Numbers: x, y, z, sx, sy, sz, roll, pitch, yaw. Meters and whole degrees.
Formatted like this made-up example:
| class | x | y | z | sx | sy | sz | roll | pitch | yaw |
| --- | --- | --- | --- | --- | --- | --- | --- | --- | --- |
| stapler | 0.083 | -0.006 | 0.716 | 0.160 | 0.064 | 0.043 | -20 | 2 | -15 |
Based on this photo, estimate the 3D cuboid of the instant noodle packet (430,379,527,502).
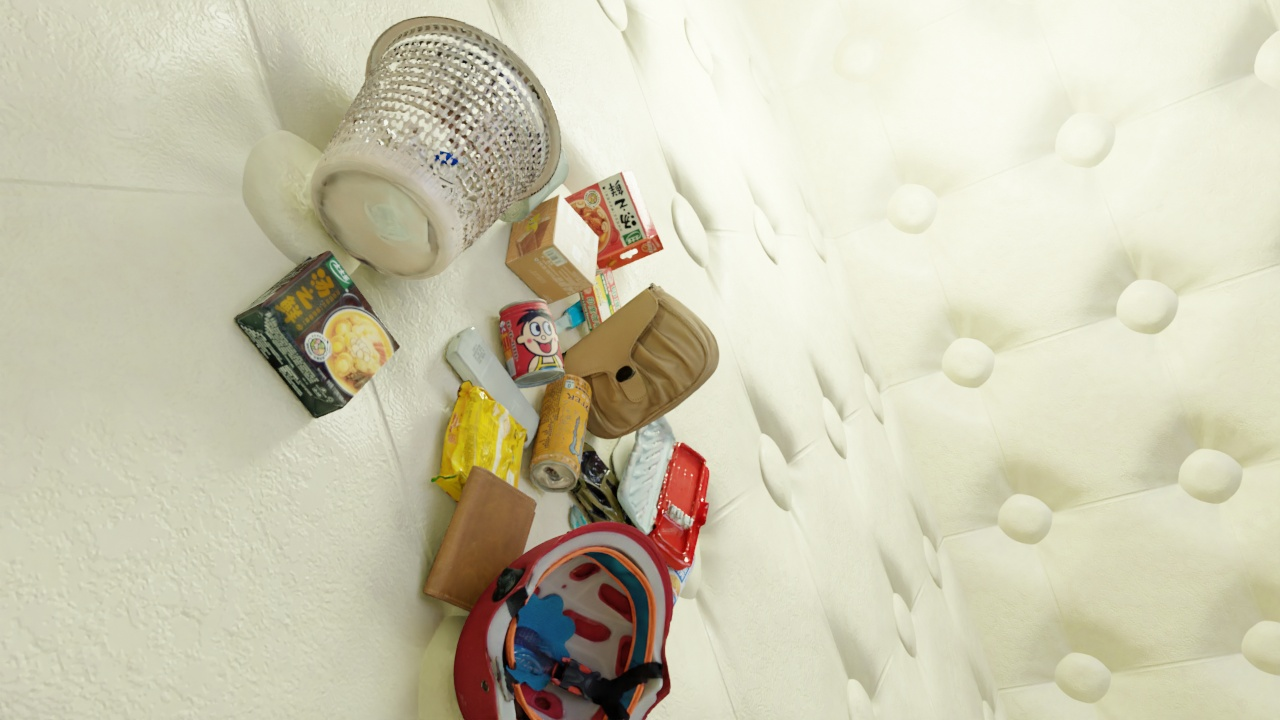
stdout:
| class | x | y | z | sx | sy | sz | roll | pitch | yaw |
| --- | --- | --- | --- | --- | --- | --- | --- | --- | --- |
| instant noodle packet | -0.168 | 0.102 | 0.970 | 0.111 | 0.044 | 0.128 | 49 | 35 | -40 |

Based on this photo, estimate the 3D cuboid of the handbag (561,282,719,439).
| class | x | y | z | sx | sy | sz | roll | pitch | yaw |
| --- | --- | --- | --- | --- | --- | --- | --- | --- | --- |
| handbag | -0.007 | 0.007 | 1.177 | 0.147 | 0.205 | 0.099 | 55 | 23 | 6 |

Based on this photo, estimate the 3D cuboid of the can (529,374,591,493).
| class | x | y | z | sx | sy | sz | roll | pitch | yaw |
| --- | --- | --- | --- | --- | --- | --- | --- | --- | --- |
| can | -0.095 | 0.085 | 1.101 | 0.058 | 0.058 | 0.145 | 50 | 30 | -34 |

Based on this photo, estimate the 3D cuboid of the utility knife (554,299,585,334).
| class | x | y | z | sx | sy | sz | roll | pitch | yaw |
| --- | --- | --- | --- | --- | --- | --- | --- | --- | --- |
| utility knife | -0.085 | -0.066 | 1.284 | 0.034 | 0.018 | 0.207 | 66 | 27 | -10 |

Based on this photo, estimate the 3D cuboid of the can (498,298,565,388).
| class | x | y | z | sx | sy | sz | roll | pitch | yaw |
| --- | --- | --- | --- | --- | --- | --- | --- | --- | --- |
| can | -0.132 | -0.021 | 1.101 | 0.066 | 0.067 | 0.093 | 11 | 62 | -61 |

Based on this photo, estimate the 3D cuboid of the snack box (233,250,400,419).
| class | x | y | z | sx | sy | sz | roll | pitch | yaw |
| --- | --- | --- | --- | --- | --- | --- | --- | --- | --- |
| snack box | -0.286 | -0.029 | 0.833 | 0.113 | 0.053 | 0.125 | 58 | 33 | -23 |

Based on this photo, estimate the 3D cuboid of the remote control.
| class | x | y | z | sx | sy | sz | roll | pitch | yaw |
| --- | --- | --- | --- | --- | --- | --- | --- | --- | --- |
| remote control | -0.167 | 0.032 | 1.045 | 0.150 | 0.021 | 0.058 | 57 | 27 | -24 |

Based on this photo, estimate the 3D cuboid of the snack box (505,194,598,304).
| class | x | y | z | sx | sy | sz | roll | pitch | yaw |
| --- | --- | --- | --- | --- | --- | --- | --- | --- | --- |
| snack box | -0.115 | -0.145 | 1.212 | 0.093 | 0.077 | 0.094 | 45 | 36 | -41 |

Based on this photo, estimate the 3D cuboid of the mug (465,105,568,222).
| class | x | y | z | sx | sy | sz | roll | pitch | yaw |
| --- | --- | --- | --- | --- | --- | --- | --- | --- | --- |
| mug | -0.163 | -0.251 | 1.174 | 0.124 | 0.084 | 0.103 | 55 | 42 | -21 |

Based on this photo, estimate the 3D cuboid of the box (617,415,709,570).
| class | x | y | z | sx | sy | sz | roll | pitch | yaw |
| --- | --- | --- | --- | --- | --- | --- | --- | --- | --- |
| box | 0.032 | 0.166 | 1.236 | 0.161 | 0.050 | 0.200 | 50 | 32 | -21 |

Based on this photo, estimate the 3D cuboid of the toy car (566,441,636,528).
| class | x | y | z | sx | sy | sz | roll | pitch | yaw |
| --- | --- | --- | --- | --- | --- | --- | --- | --- | --- |
| toy car | -0.053 | 0.164 | 1.154 | 0.158 | 0.042 | 0.070 | 56 | 28 | -22 |

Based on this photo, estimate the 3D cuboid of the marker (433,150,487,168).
| class | x | y | z | sx | sy | sz | roll | pitch | yaw |
| --- | --- | --- | --- | --- | --- | --- | --- | --- | --- |
| marker | -0.212 | -0.251 | 1.169 | 0.145 | 0.017 | 0.017 | -11 | 82 | -64 |

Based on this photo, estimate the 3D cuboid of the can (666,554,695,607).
| class | x | y | z | sx | sy | sz | roll | pitch | yaw |
| --- | --- | --- | --- | --- | --- | --- | --- | --- | --- |
| can | 0.031 | 0.291 | 1.209 | 0.053 | 0.053 | 0.134 | 64 | 26 | -11 |

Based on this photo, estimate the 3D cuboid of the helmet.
| class | x | y | z | sx | sy | sz | roll | pitch | yaw |
| --- | --- | --- | --- | --- | --- | --- | --- | --- | --- |
| helmet | -0.081 | 0.272 | 0.872 | 0.207 | 0.144 | 0.239 | 41 | 56 | -29 |

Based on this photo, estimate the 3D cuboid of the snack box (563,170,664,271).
| class | x | y | z | sx | sy | sz | roll | pitch | yaw |
| --- | --- | --- | --- | --- | --- | --- | --- | --- | --- |
| snack box | -0.044 | -0.199 | 1.347 | 0.127 | 0.113 | 0.044 | 67 | 25 | -6 |

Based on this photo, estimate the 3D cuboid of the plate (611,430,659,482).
| class | x | y | z | sx | sy | sz | roll | pitch | yaw |
| --- | --- | --- | --- | --- | --- | --- | --- | --- | --- |
| plate | 0.026 | 0.160 | 1.317 | 0.163 | 0.034 | 0.163 | 59 | 27 | -19 |

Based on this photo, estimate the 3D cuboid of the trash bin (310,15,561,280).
| class | x | y | z | sx | sy | sz | roll | pitch | yaw |
| --- | --- | --- | --- | --- | --- | --- | --- | --- | --- |
| trash bin | -0.217 | -0.196 | 0.923 | 0.227 | 0.228 | 0.191 | 52 | 43 | -31 |

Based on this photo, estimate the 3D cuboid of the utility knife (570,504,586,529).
| class | x | y | z | sx | sy | sz | roll | pitch | yaw |
| --- | --- | --- | --- | --- | --- | --- | --- | --- | --- |
| utility knife | -0.045 | 0.257 | 1.131 | 0.178 | 0.013 | 0.029 | 64 | 27 | -13 |

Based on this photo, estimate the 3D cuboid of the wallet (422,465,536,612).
| class | x | y | z | sx | sy | sz | roll | pitch | yaw |
| --- | --- | --- | --- | --- | --- | --- | --- | --- | --- |
| wallet | -0.149 | 0.187 | 0.916 | 0.119 | 0.035 | 0.130 | 46 | 55 | -48 |

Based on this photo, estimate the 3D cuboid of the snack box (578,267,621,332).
| class | x | y | z | sx | sy | sz | roll | pitch | yaw |
| --- | --- | --- | --- | --- | --- | --- | --- | --- | --- |
| snack box | -0.047 | -0.048 | 1.301 | 0.076 | 0.027 | 0.156 | -44 | 123 | -62 |
